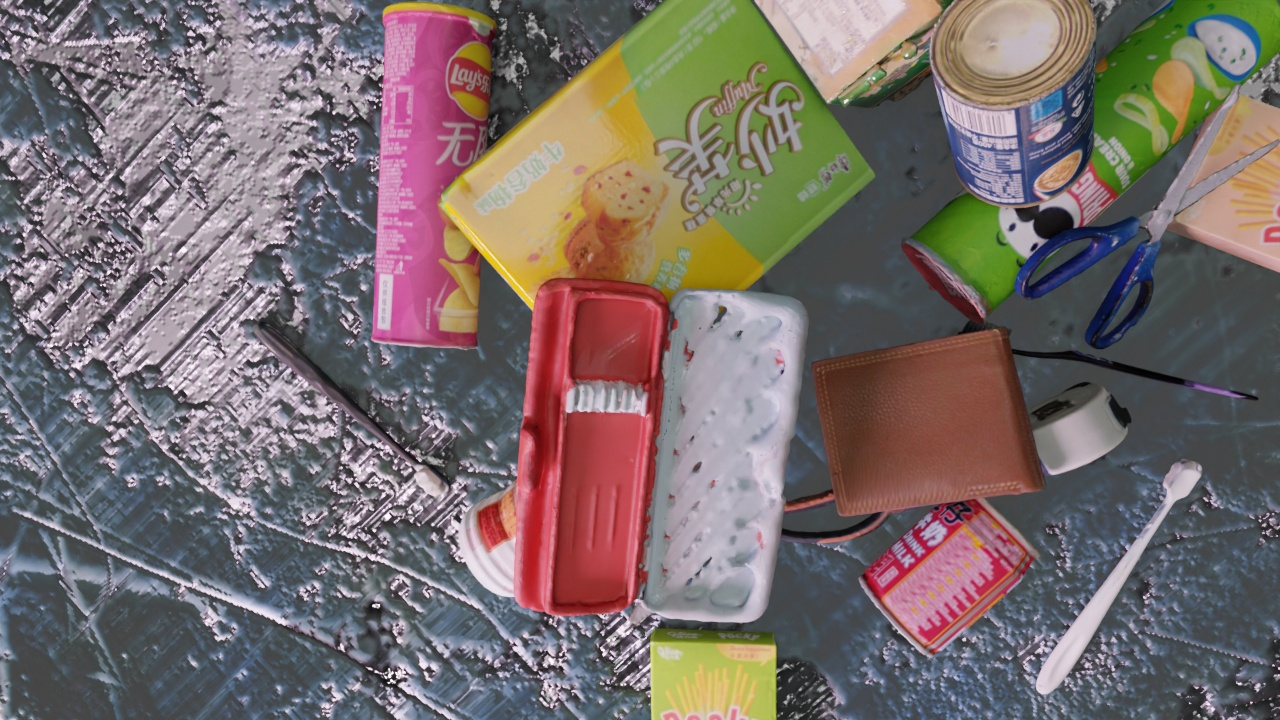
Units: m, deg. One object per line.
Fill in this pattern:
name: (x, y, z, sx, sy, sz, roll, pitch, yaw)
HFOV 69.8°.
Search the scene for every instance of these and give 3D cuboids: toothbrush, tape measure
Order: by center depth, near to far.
tape measure: (0.262, 0.042, 0.565, 0.066, 0.066, 0.033, -31, 89, 8)
toothbrush: (0.297, 0.001, 0.585, 0.189, 0.014, 0.017, 13, 92, 5)
toothbrush: (0.307, 0.141, 0.595, 0.016, 0.016, 0.180, 29, 99, 5)
toothbrush: (-0.204, 0.033, 0.642, 0.181, 0.018, 0.016, 41, 100, 3)

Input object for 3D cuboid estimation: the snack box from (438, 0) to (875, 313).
snack box: (0.009, -0.104, 0.550, 0.210, 0.070, 0.157, -41, 103, 0)

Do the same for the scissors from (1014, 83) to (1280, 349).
scissors: (0.293, -0.073, 0.536, 0.162, 0.012, 0.174, -16, 131, -9)

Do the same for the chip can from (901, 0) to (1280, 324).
chip can: (0.268, -0.127, 0.549, 0.236, 0.072, 0.072, -43, 89, 7)

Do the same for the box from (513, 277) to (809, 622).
box: (0.009, 0.055, 0.527, 0.158, 0.039, 0.201, 3, 105, -10)

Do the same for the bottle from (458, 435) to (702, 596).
bottle: (-0.024, 0.078, 0.585, 0.197, 0.068, 0.068, -34, 90, 16)

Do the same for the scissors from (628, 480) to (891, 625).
scissors: (0.065, 0.094, 0.617, 0.189, 0.015, 0.225, 25, 98, 4)

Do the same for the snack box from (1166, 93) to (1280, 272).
snack box: (0.412, -0.094, 0.558, 0.157, 0.026, 0.084, 22, 96, 4)

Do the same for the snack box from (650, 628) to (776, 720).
snack box: (0.050, 0.263, 0.626, 0.086, 0.026, 0.156, 0, 94, 5)

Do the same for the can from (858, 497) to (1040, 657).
can: (0.194, 0.131, 0.579, 0.094, 0.066, 0.066, -45, 89, 8)

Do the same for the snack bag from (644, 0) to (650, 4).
snack bag: (0.042, -0.269, 0.585, 0.104, 0.026, 0.048, -22, 98, 7)

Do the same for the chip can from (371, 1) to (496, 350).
chip can: (-0.135, -0.114, 0.595, 0.071, 0.071, 0.210, 4, 95, 6)

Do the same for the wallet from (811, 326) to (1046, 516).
wallet: (0.172, 0.039, 0.562, 0.125, 0.032, 0.101, -12, 84, 23)

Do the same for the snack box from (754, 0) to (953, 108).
snack box: (0.130, -0.210, 0.517, 0.118, 0.105, 0.117, -36, 89, 40)

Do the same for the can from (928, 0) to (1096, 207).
can: (0.196, -0.138, 0.479, 0.075, 0.111, 0.075, -8, 70, 23)
